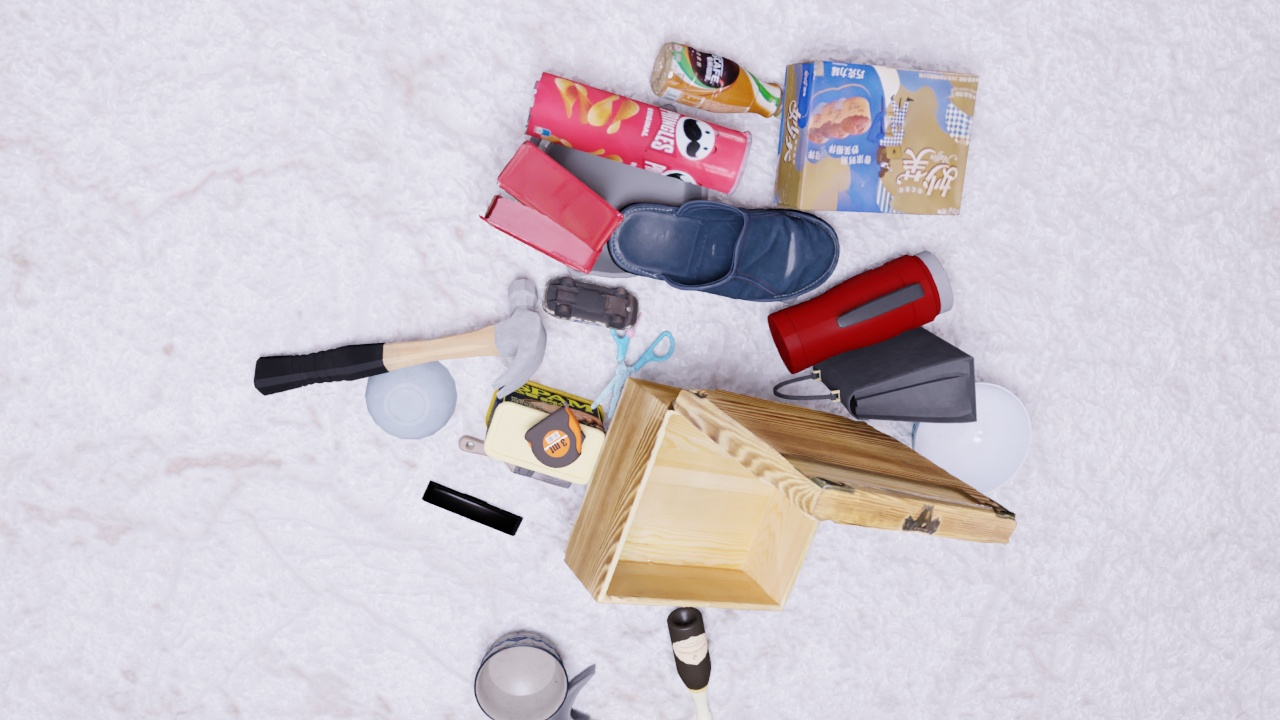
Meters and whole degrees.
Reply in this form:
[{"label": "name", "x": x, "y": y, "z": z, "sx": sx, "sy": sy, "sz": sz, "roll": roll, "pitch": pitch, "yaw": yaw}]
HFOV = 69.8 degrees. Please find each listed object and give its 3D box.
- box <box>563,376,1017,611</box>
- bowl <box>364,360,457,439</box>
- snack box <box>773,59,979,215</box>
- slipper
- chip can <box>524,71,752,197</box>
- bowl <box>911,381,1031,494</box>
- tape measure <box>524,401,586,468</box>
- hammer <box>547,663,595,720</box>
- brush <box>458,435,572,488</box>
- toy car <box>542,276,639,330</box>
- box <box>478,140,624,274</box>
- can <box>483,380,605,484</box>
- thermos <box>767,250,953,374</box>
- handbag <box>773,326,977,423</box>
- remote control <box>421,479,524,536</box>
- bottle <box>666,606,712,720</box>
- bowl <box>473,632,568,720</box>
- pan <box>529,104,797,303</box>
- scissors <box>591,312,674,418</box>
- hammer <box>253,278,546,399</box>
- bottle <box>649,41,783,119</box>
[{"label": "box", "x": 0.144, "y": 0.168, "z": 0.949, "sx": 0.278, "sy": 0.336, "sz": 0.286, "roll": 13, "pitch": 101, "yaw": -32}, {"label": "bowl", "x": -0.268, "y": 0.046, "z": 1.063, "sx": 0.106, "sy": 0.039, "sz": 0.106, "roll": -1, "pitch": 104, "yaw": -6}, {"label": "snack box", "x": 0.258, "y": -0.241, "z": 1.011, "sx": 0.202, "sy": 0.069, "sz": 0.155, "roll": -1, "pitch": 105, "yaw": -18}, {"label": "slipper", "x": 0.099, "y": -0.119, "z": 1.011, "sx": 0.265, "sy": 0.083, "sz": 0.109, "roll": 6, "pitch": 101, "yaw": -9}, {"label": "chip can", "x": -0.003, "y": -0.241, "z": 0.975, "sx": 0.233, "sy": 0.073, "sz": 0.073, "roll": 15, "pitch": 102, "yaw": -9}, {"label": "bowl", "x": 0.391, "y": 0.087, "z": 1.123, "sx": 0.144, "sy": 0.074, "sz": 0.144, "roll": -1, "pitch": 104, "yaw": -6}, {"label": "tape measure", "x": -0.088, "y": 0.084, "z": 0.984, "sx": 0.058, "sy": 0.038, "sz": 0.059, "roll": -35, "pitch": 91, "yaw": 3}, {"label": "hammer", "x": 0.026, "y": 0.512, "z": 1.201, "sx": 0.324, "sy": 0.034, "sz": 0.170, "roll": 18, "pitch": 100, "yaw": -4}, {"label": "brush", "x": -0.146, "y": 0.119, "z": 1.108, "sx": 0.151, "sy": 0.012, "sz": 0.039, "roll": 19, "pitch": 102, "yaw": -10}, {"label": "toy car", "x": -0.057, "y": -0.063, "z": 1.055, "sx": 0.112, "sy": 0.041, "sz": 0.048, "roll": 11, "pitch": 72, "yaw": -12}, {"label": "box", "x": -0.092, "y": -0.158, "z": 0.945, "sx": 0.129, "sy": 0.157, "sz": 0.098, "roll": 32, "pitch": 93, "yaw": -14}, {"label": "can", "x": -0.109, "y": 0.080, "z": 1.054, "sx": 0.135, "sy": 0.104, "sz": 0.075, "roll": 18, "pitch": 101, "yaw": -10}, {"label": "thermos", "x": 0.254, "y": -0.056, "z": 1.056, "sx": 0.198, "sy": 0.108, "sz": 0.084, "roll": -22, "pitch": 89, "yaw": 0}, {"label": "handbag", "x": 0.250, "y": 0.023, "z": 1.044, "sx": 0.196, "sy": 0.175, "sz": 0.072, "roll": -8, "pitch": 104, "yaw": -1}, {"label": "remote control", "x": -0.204, "y": 0.181, "z": 1.118, "sx": 0.124, "sy": 0.011, "sz": 0.028, "roll": 24, "pitch": 100, "yaw": -11}, {"label": "bottle", "x": 0.071, "y": 0.406, "z": 1.187, "sx": 0.045, "sy": 0.045, "sz": 0.185, "roll": -12, "pitch": 112, "yaw": -3}, {"label": "bowl", "x": -0.149, "y": 0.393, "z": 1.152, "sx": 0.115, "sy": 0.059, "sz": 0.115, "roll": -1, "pitch": 104, "yaw": -6}, {"label": "pan", "x": 0.032, "y": -0.161, "z": 1.049, "sx": 0.354, "sy": 0.024, "sz": 0.217, "roll": 30, "pitch": 99, "yaw": -12}, {"label": "scissors", "x": -0.006, "y": 0.010, "z": 1.079, "sx": 0.095, "sy": 0.015, "sz": 0.142, "roll": 16, "pitch": 87, "yaw": -18}, {"label": "hammer", "x": -0.269, "y": -0.006, "z": 1.027, "sx": 0.328, "sy": 0.131, "sz": 0.039, "roll": -9, "pitch": 150, "yaw": 4}, {"label": "bottle", "x": 0.096, "y": -0.298, "z": 1.006, "sx": 0.167, "sy": 0.059, "sz": 0.059, "roll": 11, "pitch": 103, "yaw": -17}]
